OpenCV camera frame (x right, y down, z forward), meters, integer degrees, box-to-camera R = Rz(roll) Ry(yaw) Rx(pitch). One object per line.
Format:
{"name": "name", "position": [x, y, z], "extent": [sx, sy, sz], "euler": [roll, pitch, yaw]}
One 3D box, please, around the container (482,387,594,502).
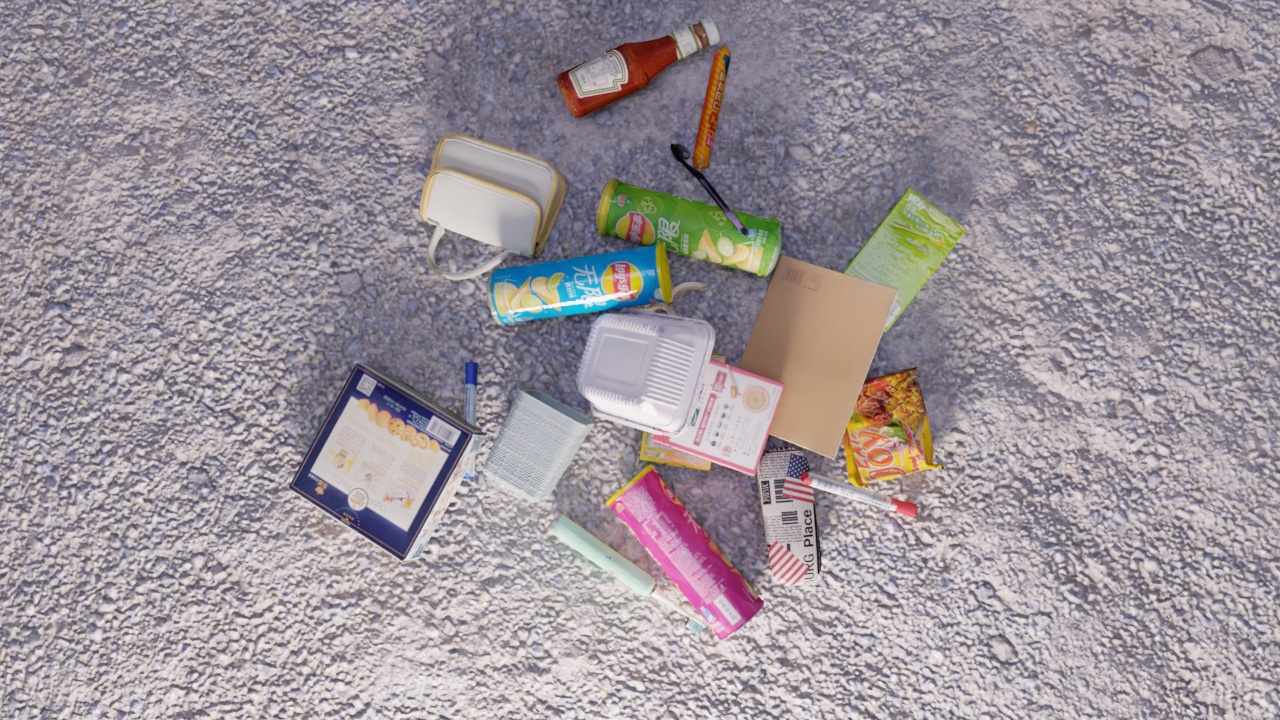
{"name": "container", "position": [-0.124, 0.102, 1.099], "extent": [0.090, 0.090, 0.111], "euler": [28, 92, 7]}

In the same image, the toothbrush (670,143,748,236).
{"name": "toothbrush", "position": [0.083, -0.206, 1.093], "extent": [0.016, 0.014, 0.189], "euler": [-16, 51, -22]}

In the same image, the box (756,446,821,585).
{"name": "box", "position": [0.176, 0.184, 1.091], "extent": [0.071, 0.060, 0.164], "euler": [-3, 85, -18]}

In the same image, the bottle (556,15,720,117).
{"name": "bottle", "position": [-0.001, -0.366, 1.130], "extent": [0.206, 0.060, 0.059], "euler": [-24, 84, 3]}

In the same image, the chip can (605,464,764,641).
{"name": "chip can", "position": [0.052, 0.226, 1.082], "extent": [0.071, 0.071, 0.210], "euler": [-40, 84, 2]}

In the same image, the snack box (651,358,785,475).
{"name": "snack box", "position": [0.090, 0.060, 1.070], "extent": [0.127, 0.044, 0.113], "euler": [19, 89, 3]}

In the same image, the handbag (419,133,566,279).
{"name": "handbag", "position": [-0.195, -0.179, 1.139], "extent": [0.163, 0.063, 0.179], "euler": [20, 92, 8]}

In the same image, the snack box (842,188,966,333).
{"name": "snack box", "position": [0.307, -0.119, 1.101], "extent": [0.086, 0.026, 0.156], "euler": [37, 91, 7]}

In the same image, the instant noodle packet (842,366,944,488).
{"name": "instant noodle packet", "position": [0.289, 0.081, 1.082], "extent": [0.111, 0.044, 0.128], "euler": [-13, 86, 9]}

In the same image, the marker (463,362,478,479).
{"name": "marker", "position": [-0.213, 0.075, 1.144], "extent": [0.017, 0.017, 0.145], "euler": [1, 86, 5]}

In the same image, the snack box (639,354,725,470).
{"name": "snack box", "position": [0.051, 0.058, 1.112], "extent": [0.087, 0.034, 0.140], "euler": [7, 86, 6]}

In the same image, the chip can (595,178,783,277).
{"name": "chip can", "position": [0.061, -0.159, 1.104], "extent": [0.221, 0.072, 0.072], "euler": [15, 88, 6]}

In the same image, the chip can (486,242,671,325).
{"name": "chip can", "position": [-0.072, -0.089, 1.092], "extent": [0.210, 0.071, 0.071], "euler": [-8, 86, 10]}

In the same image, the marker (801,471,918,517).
{"name": "marker", "position": [0.257, 0.156, 1.074], "extent": [0.145, 0.017, 0.017], "euler": [18, 88, -9]}

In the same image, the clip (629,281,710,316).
{"name": "clip", "position": [0.043, -0.080, 1.122], "extent": [0.102, 0.035, 0.094], "euler": [29, 94, 14]}

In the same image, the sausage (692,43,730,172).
{"name": "sausage", "position": [0.088, -0.313, 1.136], "extent": [0.021, 0.021, 0.165], "euler": [11, 88, 6]}

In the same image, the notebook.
{"name": "notebook", "position": [0.197, -0.008, 1.088], "extent": [0.149, 0.012, 0.211], "euler": [21, 90, 25]}

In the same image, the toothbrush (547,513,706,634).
{"name": "toothbrush", "position": [-0.015, 0.257, 1.109], "extent": [0.224, 0.026, 0.027], "euler": [34, 68, 6]}

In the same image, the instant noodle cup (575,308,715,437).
{"name": "instant noodle cup", "position": [-0.006, 0.006, 1.058], "extent": [0.174, 0.060, 0.138], "euler": [13, 85, 50]}

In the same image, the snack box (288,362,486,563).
{"name": "snack box", "position": [-0.311, 0.123, 1.128], "extent": [0.178, 0.045, 0.182], "euler": [30, 92, 12]}
